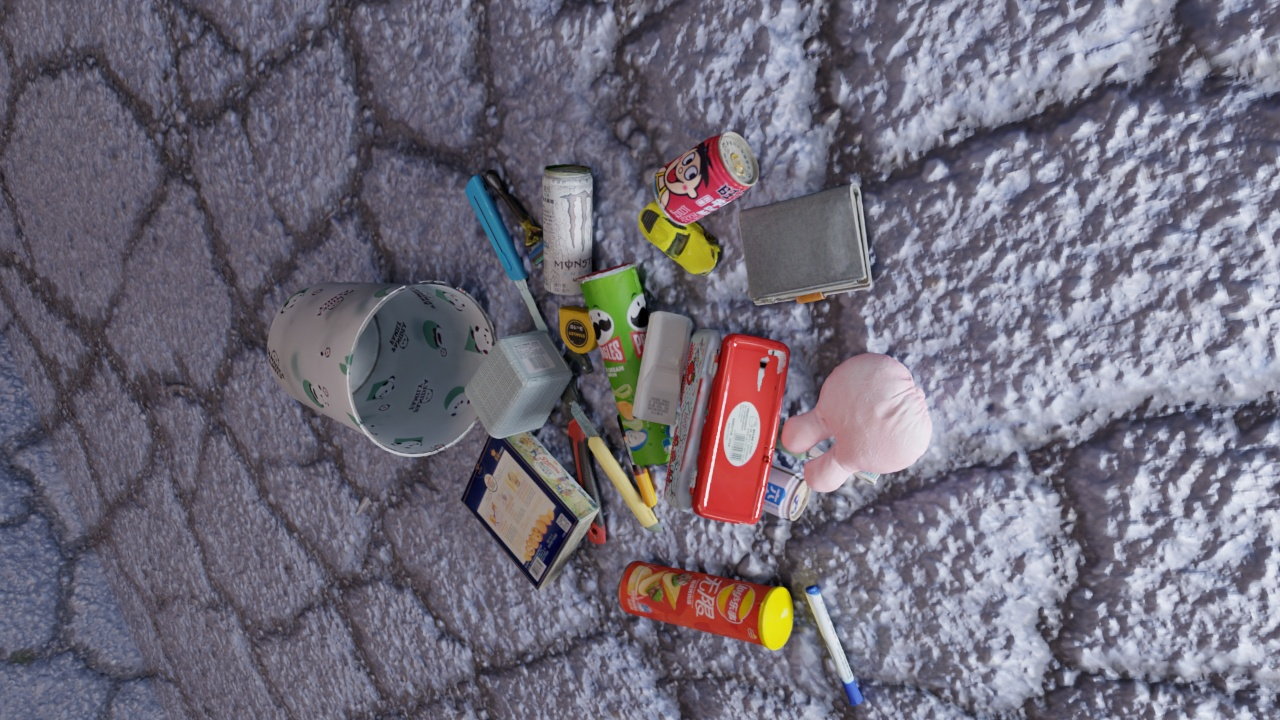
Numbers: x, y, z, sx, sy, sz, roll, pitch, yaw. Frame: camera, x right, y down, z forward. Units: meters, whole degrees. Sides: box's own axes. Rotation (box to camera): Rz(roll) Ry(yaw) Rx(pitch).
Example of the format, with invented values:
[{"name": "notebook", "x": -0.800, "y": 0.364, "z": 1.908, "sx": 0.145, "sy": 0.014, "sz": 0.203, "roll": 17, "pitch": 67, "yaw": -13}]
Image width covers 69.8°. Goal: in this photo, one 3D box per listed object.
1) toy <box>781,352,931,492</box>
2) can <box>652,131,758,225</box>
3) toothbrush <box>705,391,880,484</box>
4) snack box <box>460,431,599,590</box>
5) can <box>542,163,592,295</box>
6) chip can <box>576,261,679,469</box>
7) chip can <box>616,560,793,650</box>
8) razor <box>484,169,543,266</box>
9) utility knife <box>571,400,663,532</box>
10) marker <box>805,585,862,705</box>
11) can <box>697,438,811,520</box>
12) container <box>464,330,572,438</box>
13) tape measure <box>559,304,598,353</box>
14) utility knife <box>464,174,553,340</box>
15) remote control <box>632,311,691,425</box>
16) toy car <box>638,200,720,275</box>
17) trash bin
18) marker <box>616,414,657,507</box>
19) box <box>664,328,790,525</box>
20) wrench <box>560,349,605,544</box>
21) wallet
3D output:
[{"name": "toy", "x": 0.217, "y": 0.065, "z": 0.929, "sx": 0.160, "sy": 0.054, "sz": 0.121, "roll": -36, "pitch": 75, "yaw": 34}, {"name": "can", "x": 0.067, "y": -0.187, "z": 0.942, "sx": 0.094, "sy": 0.066, "sz": 0.066, "roll": -24, "pitch": 92, "yaw": 40}, {"name": "toothbrush", "x": 0.155, "y": 0.084, "z": 1.005, "sx": 0.225, "sy": 0.027, "sz": 0.026, "roll": 25, "pitch": 156, "yaw": 29}, {"name": "snack box", "x": -0.157, "y": 0.198, "z": 1.266, "sx": 0.182, "sy": 0.045, "sz": 0.178, "roll": 46, "pitch": 133, "yaw": 18}, {"name": "can", "x": -0.086, "y": -0.153, "z": 1.078, "sx": 0.058, "sy": 0.058, "sz": 0.147, "roll": 17, "pitch": 116, "yaw": 32}, {"name": "chip can", "x": -0.006, "y": 0.006, "z": 1.071, "sx": 0.072, "sy": 0.072, "sz": 0.236, "roll": -9, "pitch": 102, "yaw": 39}, {"name": "chip can", "x": 0.076, "y": 0.293, "z": 1.119, "sx": 0.217, "sy": 0.073, "sz": 0.073, "roll": 3, "pitch": 109, "yaw": 38}, {"name": "razor", "x": -0.152, "y": -0.182, "z": 1.143, "sx": 0.043, "sy": 0.022, "sz": 0.142, "roll": -38, "pitch": 76, "yaw": 7}, {"name": "utility knife", "x": -0.035, "y": 0.139, "z": 1.170, "sx": 0.031, "sy": 0.021, "sz": 0.201, "roll": -32, "pitch": 97, "yaw": 38}, {"name": "marker", "x": 0.221, "y": 0.327, "z": 1.053, "sx": 0.017, "sy": 0.016, "sz": 0.146, "roll": -19, "pitch": 95, "yaw": 41}, {"name": "can", "x": 0.121, "y": 0.131, "z": 1.032, "sx": 0.135, "sy": 0.053, "sz": 0.053, "roll": 21, "pitch": 119, "yaw": 30}, {"name": "container", "x": -0.153, "y": 0.026, "z": 1.169, "sx": 0.090, "sy": 0.090, "sz": 0.112, "roll": 56, "pitch": 133, "yaw": 22}, {"name": "tape measure", "x": -0.070, "y": -0.039, "z": 1.130, "sx": 0.060, "sy": 0.028, "sz": 0.057, "roll": 12, "pitch": 113, "yaw": 34}, {"name": "utility knife", "x": -0.166, "y": -0.126, "z": 1.179, "sx": 0.034, "sy": 0.018, "sz": 0.234, "roll": -24, "pitch": 93, "yaw": 40}, {"name": "remote control", "x": 0.025, "y": 0.008, "z": 1.030, "sx": 0.024, "sy": 0.049, "sz": 0.125, "roll": -179, "pitch": 99, "yaw": -72}, {"name": "toy car", "x": 0.041, "y": -0.133, "z": 1.006, "sx": 0.105, "sy": 0.032, "sz": 0.048, "roll": 40, "pitch": 126, "yaw": 17}, {"name": "trash bin", "x": -0.363, "y": -0.005, "z": 1.254, "sx": 0.252, "sy": 0.228, "sz": 0.230, "roll": 10, "pitch": 113, "yaw": 41}, {"name": "marker", "x": -0.005, "y": 0.125, "z": 1.153, "sx": 0.018, "sy": 0.015, "sz": 0.124, "roll": -17, "pitch": 94, "yaw": 39}, {"name": "box", "x": 0.089, "y": 0.070, "z": 1.002, "sx": 0.110, "sy": 0.100, "sz": 0.201, "roll": 11, "pitch": 88, "yaw": -3}, {"name": "wrench", "x": -0.075, "y": 0.116, "z": 1.202, "sx": 0.056, "sy": 0.016, "sz": 0.273, "roll": 7, "pitch": 110, "yaw": 36}, {"name": "wallet", "x": 0.164, "y": -0.111, "z": 0.917, "sx": 0.130, "sy": 0.036, "sz": 0.106, "roll": -8, "pitch": 92, "yaw": 38}]
